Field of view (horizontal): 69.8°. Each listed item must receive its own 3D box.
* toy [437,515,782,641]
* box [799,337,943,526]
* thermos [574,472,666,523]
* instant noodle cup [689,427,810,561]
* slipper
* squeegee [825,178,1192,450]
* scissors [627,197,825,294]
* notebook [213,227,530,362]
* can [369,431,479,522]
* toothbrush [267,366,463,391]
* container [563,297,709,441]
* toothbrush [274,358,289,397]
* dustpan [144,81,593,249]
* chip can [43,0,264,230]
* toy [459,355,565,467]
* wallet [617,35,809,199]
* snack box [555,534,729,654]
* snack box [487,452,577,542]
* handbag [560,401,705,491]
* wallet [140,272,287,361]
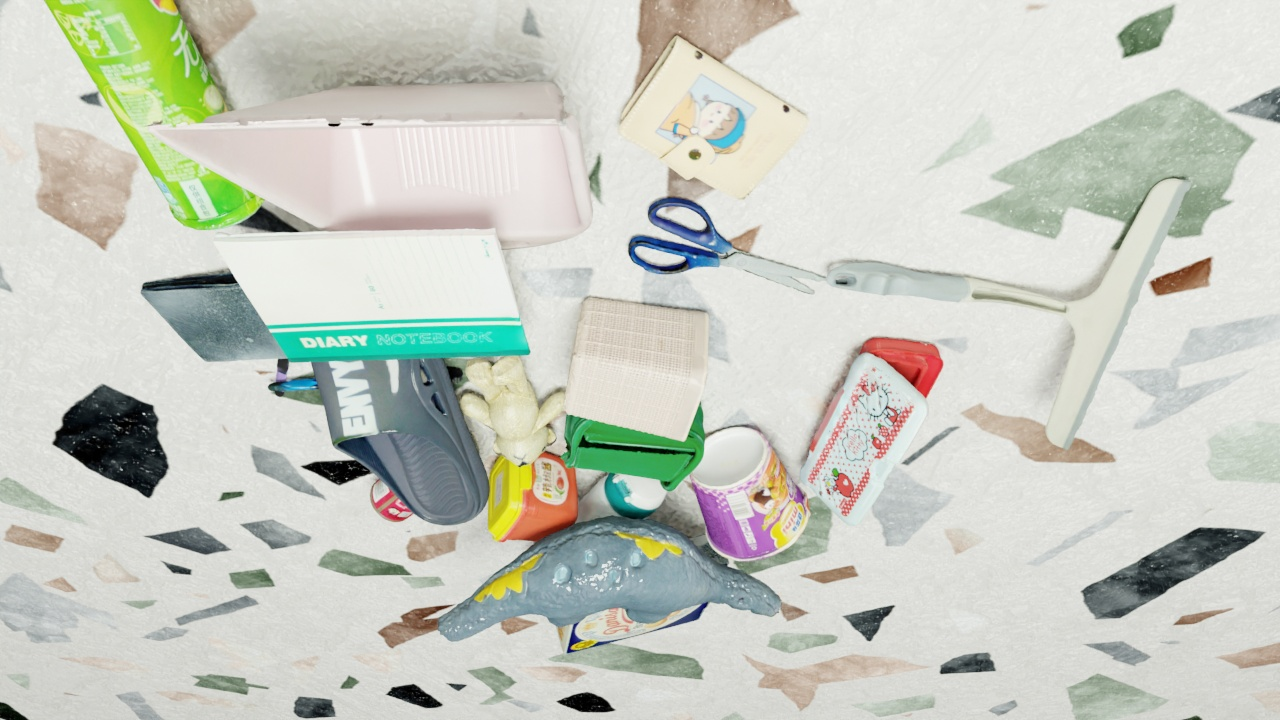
[{"bbox_3d":[-0.020,0.219,0.919,0.356,0.091,0.138,2,116,-14],"label":"toy"},{"bbox_3d":[0.214,0.077,0.864,0.094,0.091,0.202,7,138,-5],"label":"box"},{"bbox_3d":[-0.047,0.181,1.008,0.073,0.073,0.225,23,133,-22],"label":"thermos"},{"bbox_3d":[0.102,0.127,0.920,0.112,0.111,0.099,-15,126,17],"label":"instant noodle cup"},{"bbox_3d":[-0.220,0.058,0.830,0.111,0.083,0.268,-14,118,15],"label":"slipper"},{"bbox_3d":[0.274,-0.054,0.759,0.246,0.039,0.247,9,120,0],"label":"squeegee"},{"bbox_3d":[0.069,-0.078,0.760,0.129,0.012,0.173,-29,130,27],"label":"scissors"},{"bbox_3d":[-0.201,-0.047,0.716,0.209,0.012,0.151,-1,144,5],"label":"notebook"},{"bbox_3d":[-0.224,0.118,0.951,0.053,0.053,0.133,32,129,-29],"label":"can"},{"bbox_3d":[-0.261,0.020,0.872,0.189,0.014,0.016,-4,154,3],"label":"toothbrush"},{"bbox_3d":[-0.005,0.005,0.797,0.111,0.090,0.090,11,137,-5],"label":"container"},{"bbox_3d":[-0.322,-0.020,0.834,0.014,0.016,0.190,20,136,-11],"label":"toothbrush"},{"bbox_3d":[-0.135,-0.104,0.601,0.222,0.272,0.139,1,112,5],"label":"dustpan"},{"bbox_3d":[-0.323,-0.187,0.609,0.072,0.072,0.222,-3,137,6],"label":"chip can"},{"bbox_3d":[-0.121,0.045,0.859,0.105,0.066,0.157,-9,144,2],"label":"toy"},{"bbox_3d":[0.049,-0.167,0.656,0.115,0.024,0.087,23,128,-24],"label":"wallet"},{"bbox_3d":[-0.003,0.273,1.066,0.182,0.045,0.178,-11,147,-16],"label":"snack box"},{"bbox_3d":[-0.111,0.141,0.949,0.080,0.091,0.082,16,135,-26],"label":"snack box"},{"bbox_3d":[-0.009,0.070,0.882,0.131,0.067,0.120,12,137,-11],"label":"handbag"},{"bbox_3d":[-0.366,-0.034,0.808,0.121,0.019,0.097,-2,138,19],"label":"wallet"}]
